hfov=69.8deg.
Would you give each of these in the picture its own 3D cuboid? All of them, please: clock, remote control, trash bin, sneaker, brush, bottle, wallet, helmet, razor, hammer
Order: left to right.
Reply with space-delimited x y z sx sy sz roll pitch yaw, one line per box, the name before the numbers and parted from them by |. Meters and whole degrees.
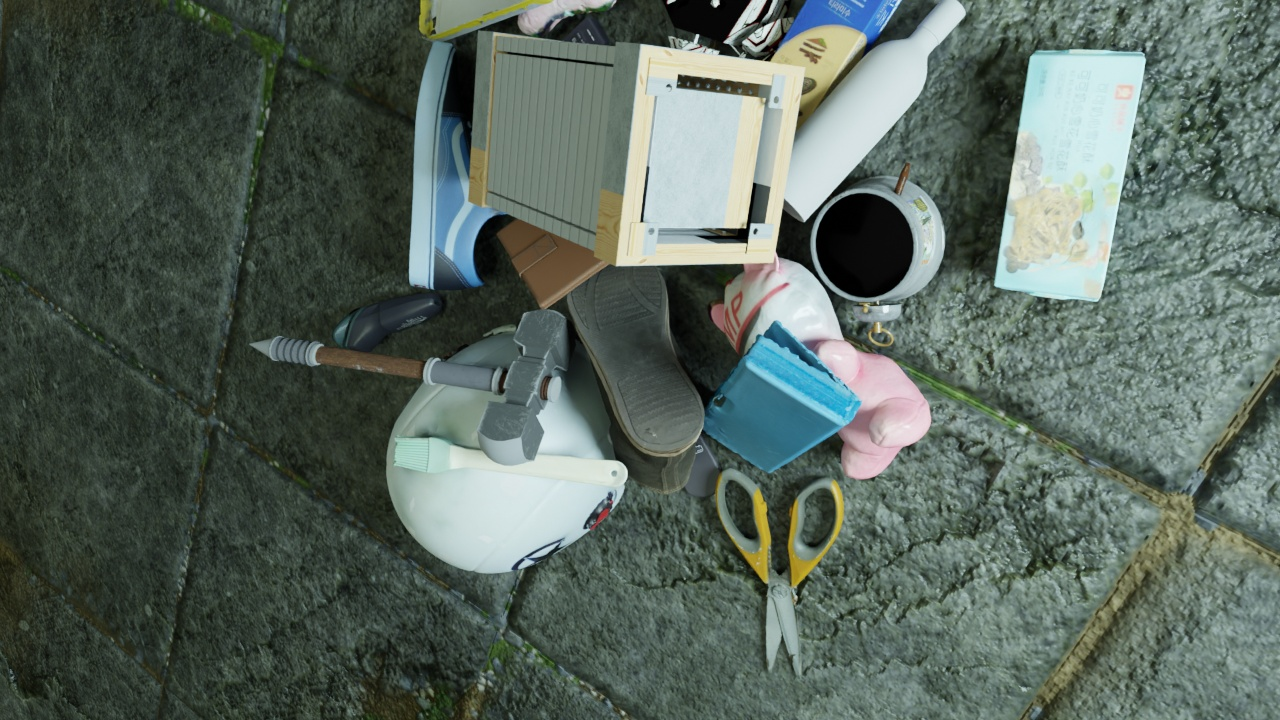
razor | -0.280 -0.045 1.021 0.143 0.047 0.052 -15 71 27
hammer | -0.228 0.005 0.854 0.323 0.155 0.043 8 149 16
sneaker | -0.176 -0.190 0.922 0.098 0.083 0.241 3 100 -8
helmet | -0.147 0.097 0.916 0.236 0.163 0.265 50 118 7
brush | -0.118 0.091 0.821 0.218 0.012 0.033 5 92 10
remote control | -0.086 -0.270 0.873 0.137 0.015 0.032 -32 87 32
wallet | -0.080 -0.108 0.863 0.087 0.013 0.121 -35 51 2
trash bin | -0.017 -0.174 0.729 0.247 0.142 0.142 30 118 51
sneaker | -0.005 0.005 0.853 0.120 0.095 0.234 90 157 -59
remote control | 0.042 0.077 0.898 0.047 0.009 0.124 -26 90 30
clock | 0.069 -0.300 0.754 0.115 0.064 0.155 2 103 28
bottle | 0.174 -0.198 0.708 0.052 0.052 0.195 43 96 12
clock | 0.192 -0.083 0.750 0.104 0.056 0.148 1 104 38

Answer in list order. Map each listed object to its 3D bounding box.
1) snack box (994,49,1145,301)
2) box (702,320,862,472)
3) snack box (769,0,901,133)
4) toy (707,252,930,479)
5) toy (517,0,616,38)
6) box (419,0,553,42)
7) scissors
snack box | 0.314 -0.135 0.675 0.075 0.053 0.175 11 109 25
box | 0.108 0.037 0.750 0.093 0.232 0.048 31 74 5
snack box | 0.139 -0.237 0.738 0.056 0.057 0.207 39 117 14
toy | 0.146 -0.003 0.768 0.213 0.084 0.142 45 162 14
toy | -0.069 -0.346 0.825 0.103 0.050 0.093 -7 94 26
box | -0.143 -0.371 0.837 0.210 0.038 0.130 4 101 46
scissors | 0.144 0.202 0.872 0.162 0.016 0.225 -12 100 27
